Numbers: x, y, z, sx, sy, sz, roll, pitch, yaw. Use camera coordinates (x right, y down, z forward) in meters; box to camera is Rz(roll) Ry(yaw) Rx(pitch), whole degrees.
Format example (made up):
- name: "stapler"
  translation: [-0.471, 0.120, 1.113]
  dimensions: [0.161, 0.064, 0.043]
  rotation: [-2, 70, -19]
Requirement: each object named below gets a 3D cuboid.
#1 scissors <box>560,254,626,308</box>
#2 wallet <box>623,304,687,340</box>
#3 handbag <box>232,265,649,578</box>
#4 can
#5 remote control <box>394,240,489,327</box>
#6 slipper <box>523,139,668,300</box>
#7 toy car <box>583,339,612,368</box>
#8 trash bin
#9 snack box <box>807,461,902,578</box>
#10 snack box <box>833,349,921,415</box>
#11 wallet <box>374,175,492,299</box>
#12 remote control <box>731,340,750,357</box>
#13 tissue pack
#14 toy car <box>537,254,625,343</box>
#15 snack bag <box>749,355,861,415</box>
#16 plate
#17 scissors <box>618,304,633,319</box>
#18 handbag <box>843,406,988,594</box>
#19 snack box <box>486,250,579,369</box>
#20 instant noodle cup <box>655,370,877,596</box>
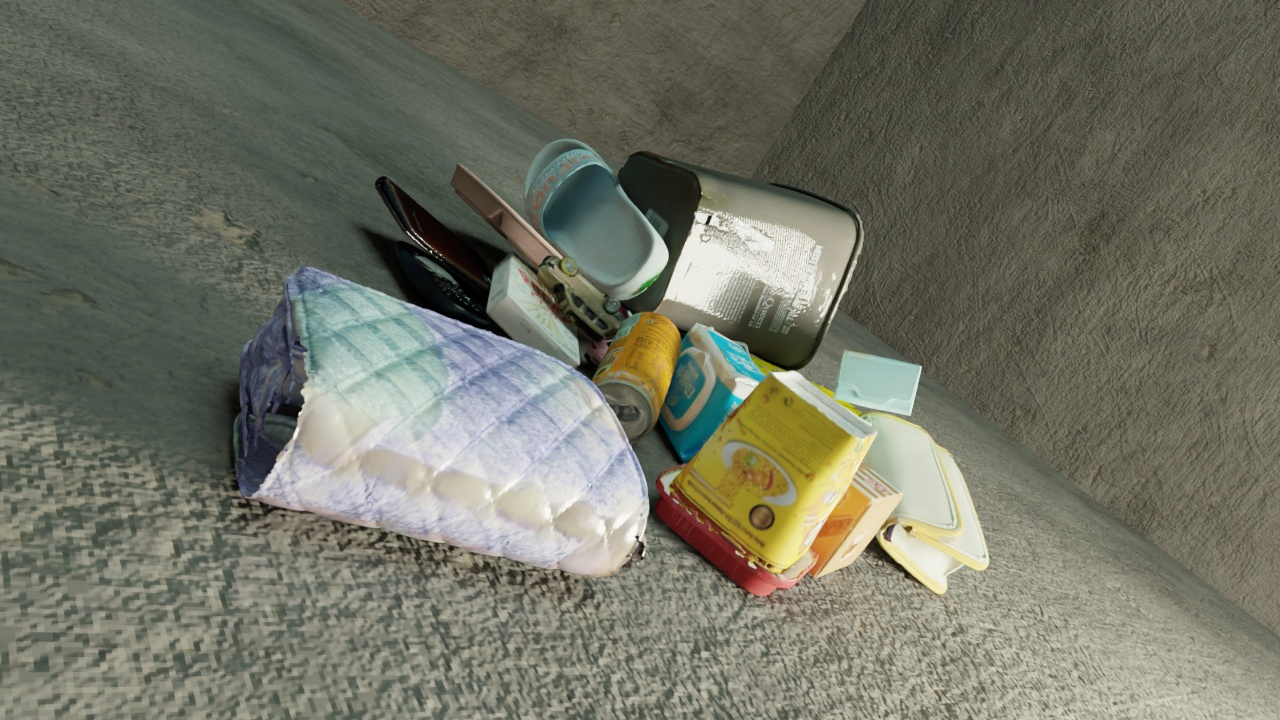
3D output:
- name: "scissors"
  translation: [-0.049, -0.101, 1.176]
  dimensions: [0.159, 0.014, 0.173]
  rotation: [27, 16, -26]
- name: "wallet"
  translation: [0.013, -0.070, 1.141]
  dimensions: [0.133, 0.040, 0.106]
  rotation: [41, 10, 11]
- name: "handbag"
  translation: [-0.096, 0.036, 0.457]
  dimensions: [0.193, 0.076, 0.134]
  rotation: [22, 22, -34]
- name: "can"
  translation: [-0.005, 0.011, 0.732]
  dimensions: [0.058, 0.058, 0.145]
  rotation: [32, 25, -4]
- name: "remote control"
  translation: [-0.163, -0.057, 0.731]
  dimensions: [0.053, 0.024, 0.136]
  rotation: [28, 10, -43]
- name: "slipper"
  translation: [-0.058, -0.151, 0.929]
  dimensions: [0.245, 0.104, 0.074]
  rotation: [52, 5, 41]
- name: "toy car"
  translation: [-0.005, 0.005, 0.857]
  dimensions: [0.056, 0.037, 0.122]
  rotation: [42, 15, 28]
- name: "trash bin"
  translation: [0.085, -0.115, 1.000]
  dimensions: [0.219, 0.199, 0.199]
  rotation: [11, 16, -38]
- name: "snack box"
  translation: [0.140, 0.110, 0.733]
  dimensions: [0.094, 0.077, 0.092]
  rotation: [39, 15, 26]
- name: "snack box"
  translation: [0.243, 0.024, 0.945]
  dimensions: [0.074, 0.051, 0.174]
  rotation: [13, 1, 15]
- name: "wallet"
  translation: [-0.176, -0.103, 0.808]
  dimensions: [0.122, 0.020, 0.096]
  rotation: [41, 6, -45]
- name: "remote control"
  translation: [0.085, 0.027, 0.893]
  dimensions: [0.058, 0.021, 0.149]
  rotation: [0, 36, -4]
- name: "tissue pack"
  translation: [0.058, 0.032, 0.789]
  dimensions: [0.063, 0.090, 0.140]
  rotation: [28, 15, -25]
- name: "toy car"
  translation: [-0.055, -0.055, 0.805]
  dimensions: [0.090, 0.035, 0.042]
  rotation: [45, -27, -8]
- name: "snack bag"
  translation: [0.179, 0.070, 0.989]
  dimensions: [0.246, 0.068, 0.158]
  rotation: [20, 19, -41]
- name: "plate"
  translation: [-0.108, -0.112, 0.937]
  dimensions: [0.229, 0.028, 0.229]
  rotation: [43, 1, -1]
- name: "scissors"
  translation: [0.002, -0.031, 0.987]
  dimensions: [0.105, 0.017, 0.136]
  rotation: [47, -2, -22]
- name: "handbag"
  translation: [0.241, 0.110, 0.862]
  dimensions: [0.178, 0.063, 0.163]
  rotation: [37, 29, -20]
- name: "snack box"
  translation: [-0.093, -0.042, 0.800]
  dimensions: [0.084, 0.027, 0.156]
  rotation: [45, 10, -18]
- name: "instant noodle cup"
  translation: [0.092, 0.078, 0.633]
  dimensions: [0.116, 0.124, 0.116]
  rotation: [39, 15, 19]
